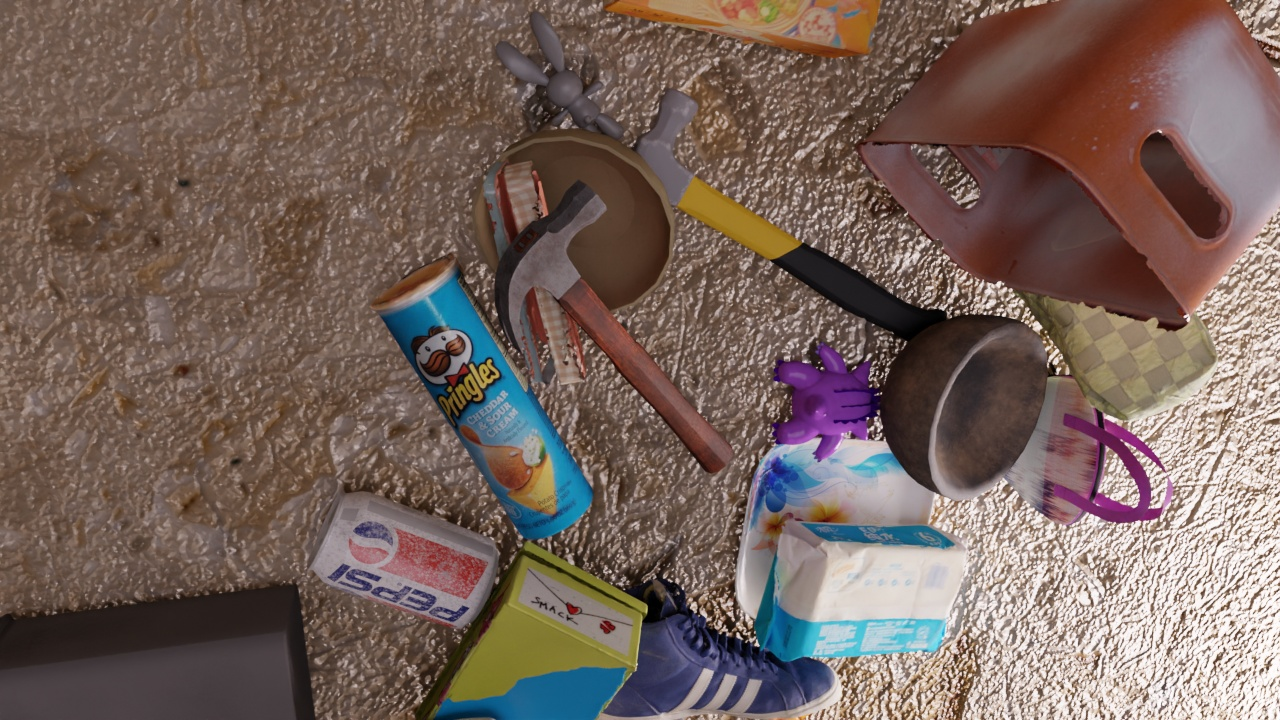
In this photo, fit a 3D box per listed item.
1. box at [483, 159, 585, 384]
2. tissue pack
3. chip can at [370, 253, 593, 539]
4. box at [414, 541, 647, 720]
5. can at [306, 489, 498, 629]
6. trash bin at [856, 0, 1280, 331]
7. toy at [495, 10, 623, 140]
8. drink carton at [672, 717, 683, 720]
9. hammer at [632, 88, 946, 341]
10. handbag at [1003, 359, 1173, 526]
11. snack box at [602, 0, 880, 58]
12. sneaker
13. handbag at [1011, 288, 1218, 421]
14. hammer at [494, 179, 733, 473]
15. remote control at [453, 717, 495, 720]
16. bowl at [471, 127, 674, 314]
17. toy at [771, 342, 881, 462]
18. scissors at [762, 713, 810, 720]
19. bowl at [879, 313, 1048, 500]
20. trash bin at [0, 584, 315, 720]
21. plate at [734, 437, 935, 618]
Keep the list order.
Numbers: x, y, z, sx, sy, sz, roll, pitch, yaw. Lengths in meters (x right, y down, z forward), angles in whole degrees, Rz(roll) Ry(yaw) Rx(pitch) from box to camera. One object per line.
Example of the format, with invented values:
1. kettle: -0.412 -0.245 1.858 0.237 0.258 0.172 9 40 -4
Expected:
1. box: -0.070 -0.060 0.677 0.060 0.058 0.187 -36 134 -29
2. tissue pack: 0.205 0.206 0.827 0.209 0.066 0.117 6 104 -24
3. chip can: -0.120 0.032 0.723 0.080 0.080 0.229 -29 111 -4
4. box: -0.101 0.272 0.761 0.124 0.082 0.221 27 116 -7
5. can: -0.190 0.160 0.743 0.136 0.078 0.078 25 98 -18
6. trash bin: 0.314 -0.153 0.673 0.181 0.259 0.157 40 92 -19
7. toy: -0.057 -0.205 0.695 0.049 0.030 0.111 -37 116 15
8. drink carton: 0.005 0.400 0.859 0.048 0.076 0.125 17 97 -17
9. hammer: 0.127 -0.090 0.772 0.323 0.029 0.127 27 98 -19
10. handbag: 0.391 0.086 0.806 0.068 0.170 0.145 -3 106 -12
11. snack box: 0.080 -0.311 0.668 0.195 0.080 0.145 6 103 -15
12. sneaker: 0.065 0.250 0.826 0.233 0.091 0.118 -4 104 -3
13. handbag: 0.402 -0.039 0.788 0.113 0.116 0.186 -32 68 23
14. hammer: -0.004 0.004 0.711 0.111 0.028 0.300 -45 132 -5
15. remote control: -0.153 0.315 0.726 0.114 0.028 0.060 -24 109 19
16. bowl: -0.047 -0.109 0.695 0.152 0.050 0.153 5 129 6
17. toy: 0.167 0.037 0.800 0.088 0.056 0.106 -3 97 -26
18. scissors: 0.128 0.361 0.908 0.125 0.011 0.130 -25 110 -4
19. bowl: 0.274 0.035 0.796 0.161 0.070 0.162 -14 116 -32
20. trash bin: -0.382 0.289 0.727 0.219 0.097 0.192 -5 106 -13
21. plate: 0.181 0.159 0.860 0.187 0.016 0.187 4 105 -14
